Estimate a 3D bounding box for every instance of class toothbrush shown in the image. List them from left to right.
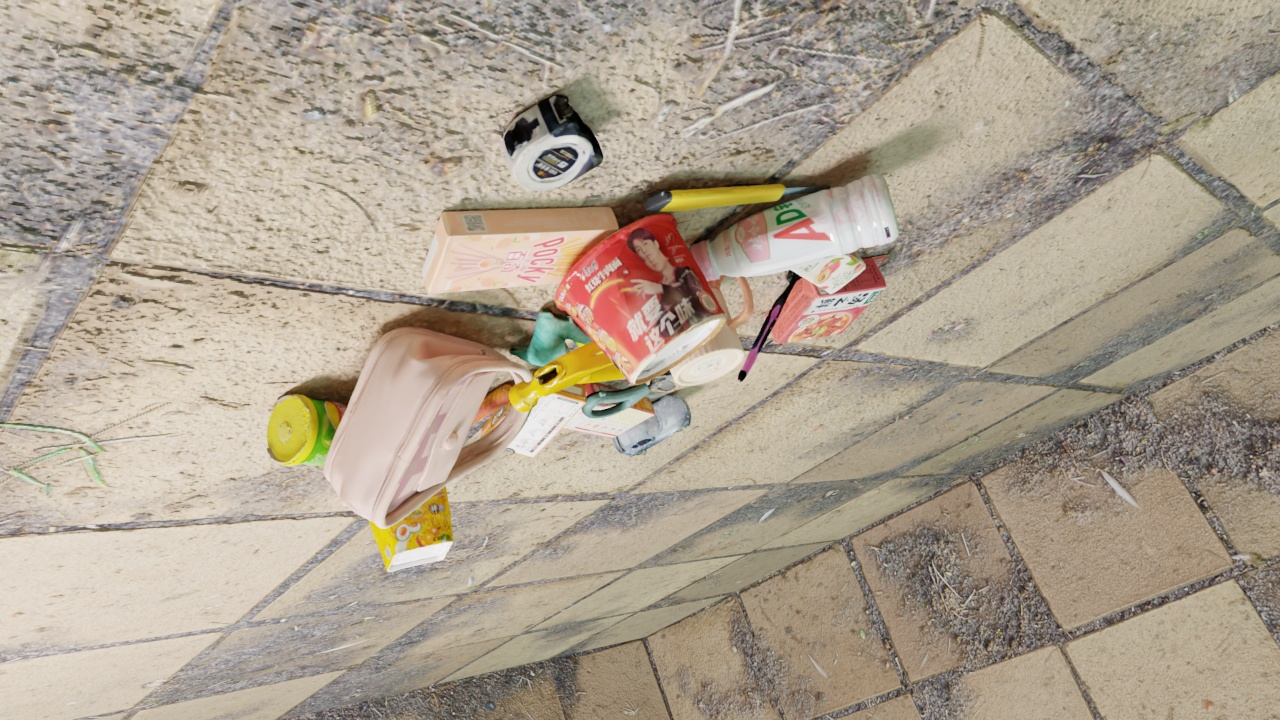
[{"bbox_3d":[0.140,-0.045,0.988,0.018,0.014,0.188,-29,-156,53],"label":"toothbrush"}]

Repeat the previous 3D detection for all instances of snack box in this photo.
[{"bbox_3d":[-0.104,-0.097,0.800,0.157,0.026,0.085,-7,154,-29],"label":"snack box"},{"bbox_3d":[-0.132,0.068,1.117,0.075,0.026,0.154,18,141,-24],"label":"snack box"},{"bbox_3d":[-0.051,0.068,1.214,0.077,0.027,0.155,-31,155,22],"label":"snack box"},{"bbox_3d":[0.233,-0.073,1.115,0.127,0.044,0.113,-10,155,-24],"label":"snack box"}]

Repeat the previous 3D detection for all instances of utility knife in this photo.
[{"bbox_3d":[0.097,-0.154,0.852,0.215,0.015,0.033,-10,173,-31],"label":"utility knife"}]

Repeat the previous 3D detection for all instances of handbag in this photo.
[{"bbox_3d":[-0.195,0.063,0.952,0.233,0.093,0.194,-4,128,-61],"label":"handbag"}]

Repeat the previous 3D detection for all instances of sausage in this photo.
[{"bbox_3d":[-0.209,0.070,1.091,0.165,0.021,0.021,-30,156,21],"label":"sausage"}]

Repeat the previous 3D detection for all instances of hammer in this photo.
[{"bbox_3d":[-0.006,0.006,1.022,0.129,0.033,0.300,-30,167,32],"label":"hammer"}]

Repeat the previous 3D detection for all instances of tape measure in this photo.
[{"bbox_3d":[-0.068,-0.159,0.682,0.066,0.033,0.066,-27,155,10],"label":"tape measure"}]

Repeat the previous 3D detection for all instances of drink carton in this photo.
[{"bbox_3d":[0.193,-0.114,0.986,0.054,0.045,0.122,-37,154,22],"label":"drink carton"}]

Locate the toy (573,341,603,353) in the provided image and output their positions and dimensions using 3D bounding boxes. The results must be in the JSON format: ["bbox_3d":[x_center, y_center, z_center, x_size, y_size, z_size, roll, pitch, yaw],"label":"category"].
[{"bbox_3d":[-0.040,-0.032,0.994,0.097,0.031,0.100,-32,155,30],"label":"toy"}]

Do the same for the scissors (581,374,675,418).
[{"bbox_3d":[-0.007,0.034,1.151,0.171,0.019,0.177,-41,155,7],"label":"scissors"}]

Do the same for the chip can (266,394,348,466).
[{"bbox_3d":[-0.290,0.085,0.993,0.073,0.072,0.221,-32,155,24],"label":"chip can"}]

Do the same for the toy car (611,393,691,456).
[{"bbox_3d":[0.014,0.091,1.286,0.121,0.054,0.036,-30,158,20],"label":"toy car"}]

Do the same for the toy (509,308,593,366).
[{"bbox_3d":[-0.087,-0.020,0.960,0.096,0.030,0.092,15,142,-3],"label":"toy"}]

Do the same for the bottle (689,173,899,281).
[{"bbox_3d":[0.147,-0.121,0.895,0.197,0.068,0.068,-16,159,14],"label":"bottle"}]

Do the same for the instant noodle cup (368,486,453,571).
[{"bbox_3d":[-0.293,0.191,1.162,0.116,0.123,0.116,-8,154,-28],"label":"instant noodle cup"}]

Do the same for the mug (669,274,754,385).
[{"bbox_3d":[0.067,-0.045,0.957,0.115,0.105,0.081,-31,155,24],"label":"mug"}]

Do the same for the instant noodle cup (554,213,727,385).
[{"bbox_3d":[0.007,-0.051,0.845,0.137,0.108,0.138,-33,167,-9],"label":"instant noodle cup"}]
